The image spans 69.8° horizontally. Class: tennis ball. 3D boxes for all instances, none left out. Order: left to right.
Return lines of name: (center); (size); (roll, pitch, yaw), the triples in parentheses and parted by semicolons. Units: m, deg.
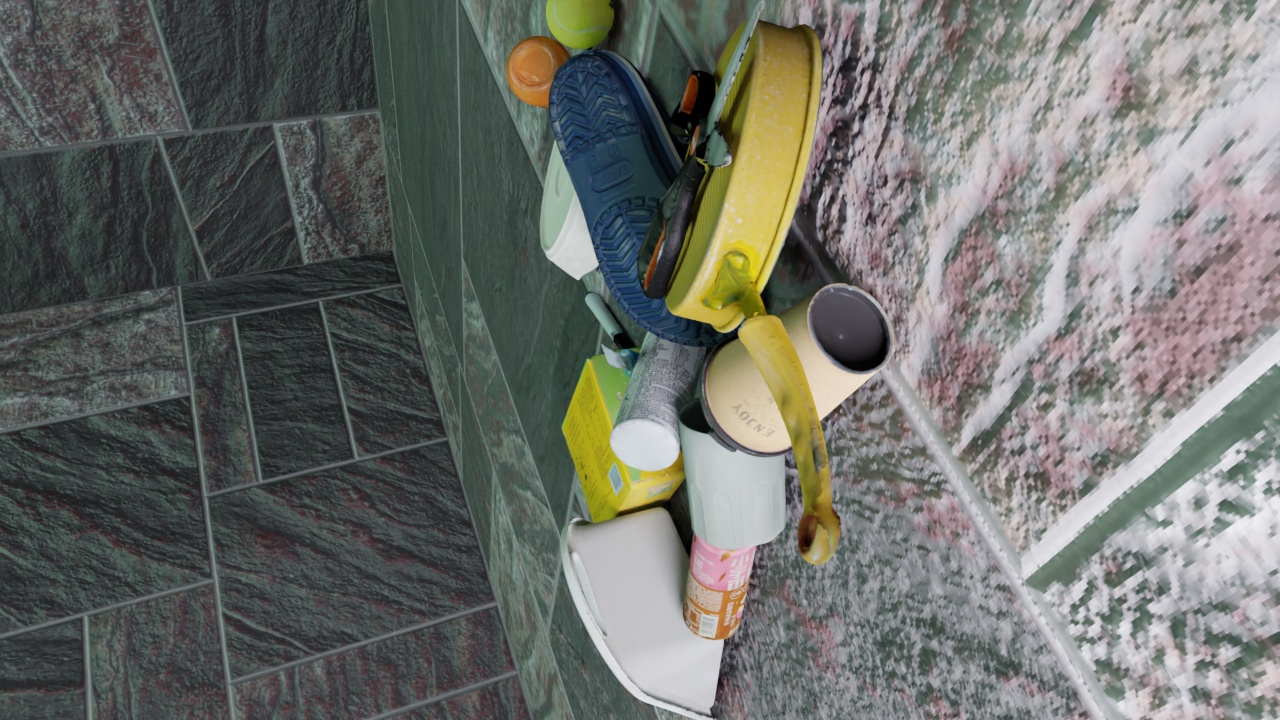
tennis ball: (-0.058, -0.332, 0.879); (0.065, 0.065, 0.065); (167, 90, -72)

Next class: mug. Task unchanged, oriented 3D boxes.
mug: (0.077, 0.079, 0.757); (0.123, 0.084, 0.103); (-82, -14, -68)

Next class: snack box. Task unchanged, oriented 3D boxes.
snack box: (-0.024, 0.100, 1.057); (0.210, 0.070, 0.157); (115, 139, -62)

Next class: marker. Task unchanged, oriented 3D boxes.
marker: (-0.037, -0.042, 1.084); (0.130, 0.018, 0.023); (-125, 20, -48)

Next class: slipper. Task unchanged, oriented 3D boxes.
slipper: (0.011, -0.129, 0.742); (0.105, 0.095, 0.253); (-24, 97, 40)

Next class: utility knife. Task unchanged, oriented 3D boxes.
utility knife: (-0.005, 0.005, 0.860); (0.223, 0.018, 0.034); (28, -134, -76)

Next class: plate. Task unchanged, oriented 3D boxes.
plate: (-0.054, -0.184, 0.890); (0.205, 0.045, 0.205); (-171, 91, -72)

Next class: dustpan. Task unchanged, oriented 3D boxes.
dustpan: (-0.010, 0.275, 0.993); (0.258, 0.142, 0.222); (97, 153, -54)

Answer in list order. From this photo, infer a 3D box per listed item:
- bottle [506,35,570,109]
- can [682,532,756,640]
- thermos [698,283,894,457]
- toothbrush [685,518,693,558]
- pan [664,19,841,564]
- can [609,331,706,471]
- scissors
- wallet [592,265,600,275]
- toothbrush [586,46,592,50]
bottle: (-0.091, -0.288, 0.954); (0.149, 0.067, 0.067); (-21, -81, -80)
can: (0.073, 0.198, 0.857); (0.058, 0.057, 0.147); (-121, 26, -44)
thermos: (0.102, 0.007, 0.614); (0.144, 0.093, 0.093); (-45, 59, 60)
toothbrush: (0.056, 0.138, 0.943); (0.017, 0.012, 0.186); (-109, 16, -54)
pan: (0.071, -0.051, 0.544); (0.198, 0.078, 0.356); (113, 167, -52)
can: (0.018, 0.026, 0.796); (0.146, 0.058, 0.058); (-71, -11, -48)
scissors: (0.032, -0.130, 0.569); (0.231, 0.021, 0.221); (-87, 13, -52)
wallet: (-0.069, -0.166, 1.070); (0.129, 0.037, 0.107); (-135, 46, -55)
toothbrush: (-0.054, -0.288, 0.978); (0.018, 0.016, 0.192); (-111, 18, -55)
